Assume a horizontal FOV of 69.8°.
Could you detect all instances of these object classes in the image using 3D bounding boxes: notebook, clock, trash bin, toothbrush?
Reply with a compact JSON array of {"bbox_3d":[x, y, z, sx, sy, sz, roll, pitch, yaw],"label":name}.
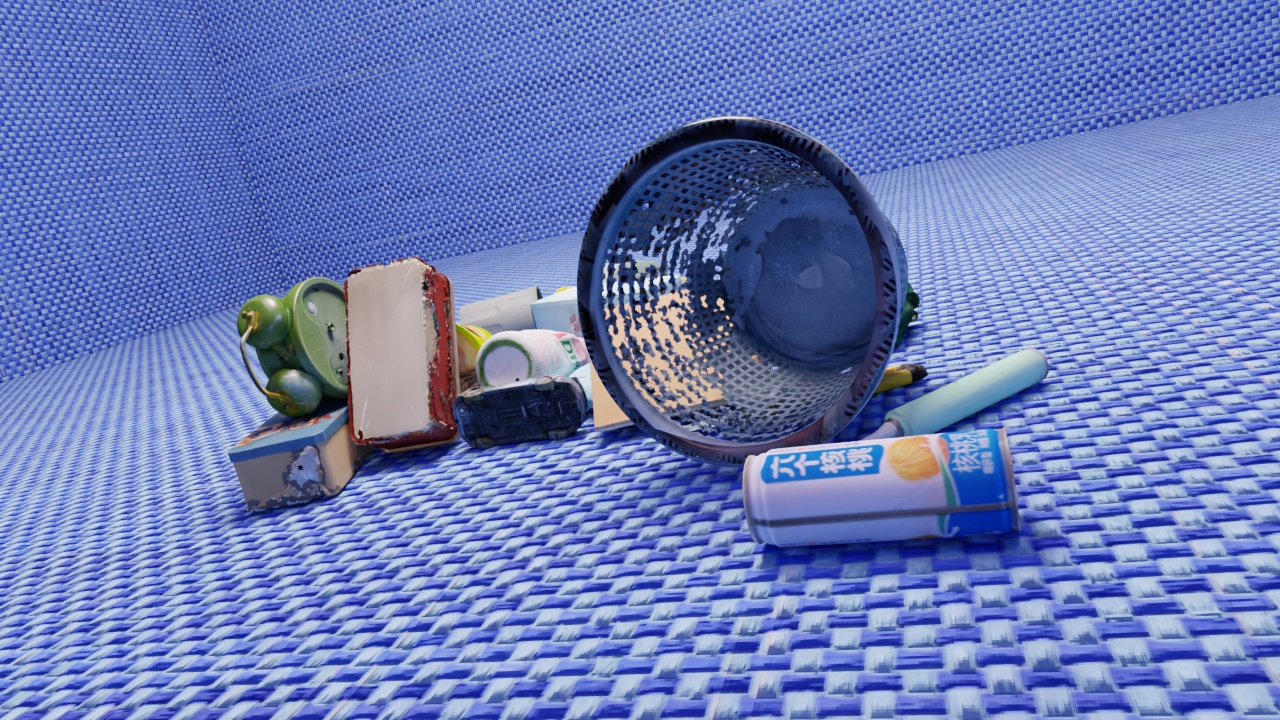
[{"bbox_3d":[0.027,-0.011,0.833,0.149,0.012,0.211,-13,30,2],"label":"notebook"},{"bbox_3d":[-0.308,-0.011,0.844,0.056,0.116,0.161,-20,6,17],"label":"clock"},{"bbox_3d":[0.100,-0.054,0.669,0.227,0.226,0.194,-5,6,31],"label":"trash bin"},{"bbox_3d":[0.194,0.036,0.615,0.224,0.026,0.027,-20,10,-27],"label":"toothbrush"}]

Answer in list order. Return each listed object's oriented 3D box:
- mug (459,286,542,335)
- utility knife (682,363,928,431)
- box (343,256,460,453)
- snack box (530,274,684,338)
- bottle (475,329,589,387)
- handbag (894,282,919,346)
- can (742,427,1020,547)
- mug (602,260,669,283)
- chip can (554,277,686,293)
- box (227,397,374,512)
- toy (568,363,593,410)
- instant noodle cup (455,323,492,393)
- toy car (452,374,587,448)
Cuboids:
[{"bbox_3d":[-0.170,-0.039,1.201,0.103,0.083,0.124,-14,-14,1],"label":"mug"},{"bbox_3d":[0.123,0.031,0.726,0.215,0.015,0.033,-14,10,-4],"label":"utility knife"},{"bbox_3d":[-0.220,-0.006,0.840,0.091,0.168,0.077,-10,-15,12],"label":"box"},{"bbox_3d":[-0.037,-0.058,1.048,0.175,0.051,0.074,-3,17,38],"label":"snack box"},{"bbox_3d":[-0.096,0.001,0.929,0.068,0.068,0.196,-9,1,16],"label":"bottle"},{"bbox_3d":[0.195,-0.044,0.888,0.132,0.068,0.120,-3,8,40],"label":"handbag"},{"bbox_3d":[0.124,0.068,0.481,0.135,0.053,0.053,-8,14,20],"label":"can"},{"bbox_3d":[-0.007,-0.090,1.252,0.107,0.082,0.111,0,-14,44],"label":"mug"},{"bbox_3d":[-0.017,-0.063,1.141,0.214,0.072,0.071,-2,17,41],"label":"chip can"},{"bbox_3d":[-0.301,0.076,0.845,0.090,0.061,0.184,-12,14,-2],"label":"box"},{"bbox_3d":[-0.005,0.005,0.887,0.156,0.050,0.161,-18,12,7],"label":"toy"},{"bbox_3d":[-0.195,0.008,0.952,0.112,0.111,0.123,-11,5,7],"label":"instant noodle cup"},{"bbox_3d":[-0.106,0.044,0.807,0.121,0.054,0.036,-10,16,16],"label":"toy car"}]
